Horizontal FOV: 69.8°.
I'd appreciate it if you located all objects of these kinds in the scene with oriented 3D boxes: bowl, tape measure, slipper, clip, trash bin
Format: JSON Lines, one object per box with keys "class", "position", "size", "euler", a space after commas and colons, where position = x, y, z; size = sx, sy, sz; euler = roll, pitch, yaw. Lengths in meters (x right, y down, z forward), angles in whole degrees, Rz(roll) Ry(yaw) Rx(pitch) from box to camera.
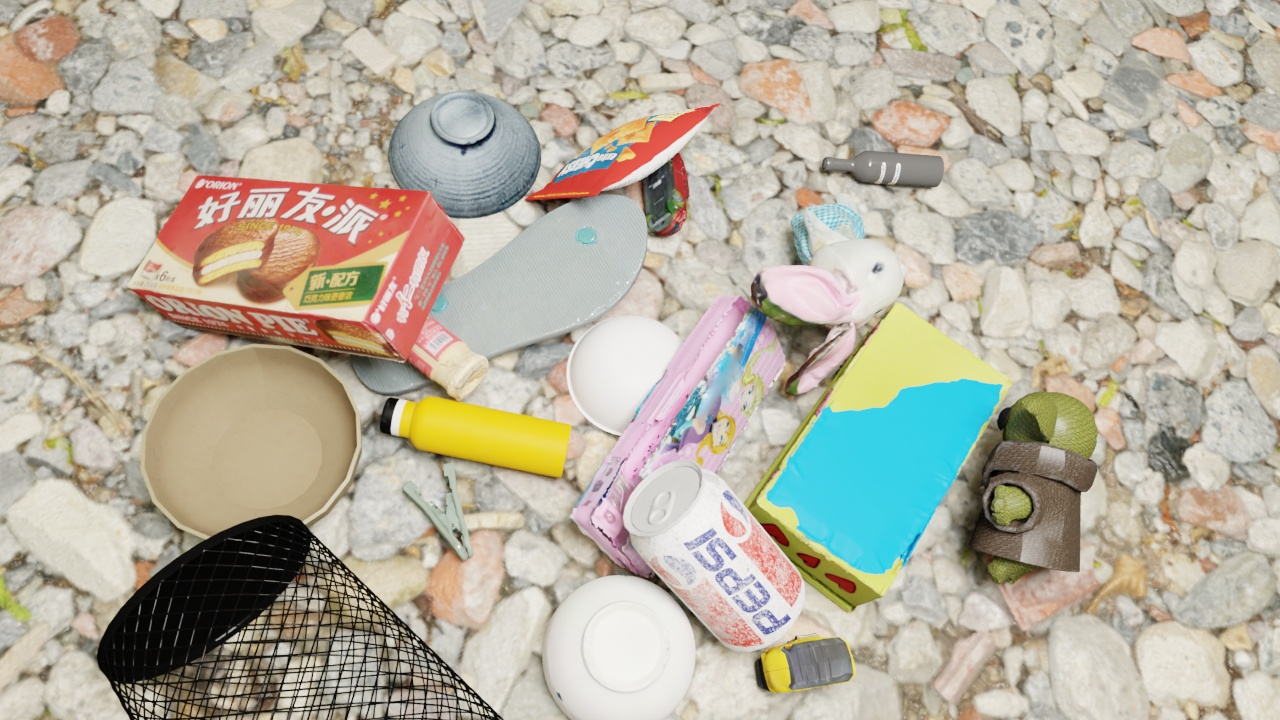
{"class": "bowl", "position": [-0.283, 0.067, 0.685], "size": [0.152, 0.051, 0.152], "euler": [3, 67, -7]}
{"class": "tape measure", "position": [0.122, 0.219, 0.669], "size": [0.065, 0.064, 0.037], "euler": [-5, 69, -11]}
{"class": "bowl", "position": [-0.005, 0.004, 0.755], "size": [0.110, 0.041, 0.109], "euler": [3, 67, -7]}
{"class": "slipper", "position": [-0.108, -0.044, 0.764], "size": [0.268, 0.055, 0.098], "euler": [-29, 76, -7]}
{"class": "bowl", "position": [-0.156, -0.199, 0.812], "size": [0.137, 0.057, 0.137], "euler": [3, 67, -6]}
{"class": "clip", "position": [-0.147, 0.119, 0.698], "size": [0.059, 0.023, 0.076], "euler": [-27, 71, -16]}
{"class": "trash bin", "position": [-0.209, 0.220, 0.569], "size": [0.183, 0.184, 0.210], "euler": [-40, 72, -21]}
{"class": "bowl", "position": [-0.013, 0.208, 0.656], "size": [0.113, 0.063, 0.113], "euler": [2, 67, -6]}

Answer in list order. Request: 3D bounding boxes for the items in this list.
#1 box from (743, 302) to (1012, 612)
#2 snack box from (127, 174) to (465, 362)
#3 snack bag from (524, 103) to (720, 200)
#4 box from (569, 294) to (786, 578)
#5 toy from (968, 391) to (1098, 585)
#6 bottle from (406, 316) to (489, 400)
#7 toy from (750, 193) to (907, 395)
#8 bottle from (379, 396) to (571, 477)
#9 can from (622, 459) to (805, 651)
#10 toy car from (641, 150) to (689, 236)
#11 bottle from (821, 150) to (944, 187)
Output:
{"class": "box", "position": [0.185, 0.075, 0.734], "size": [0.124, 0.081, 0.220], "euler": [35, 69, 7]}
{"class": "snack box", "position": [-0.260, -0.074, 0.693], "size": [0.237, 0.060, 0.113], "euler": [9, 63, 24]}
{"class": "snack bag", "position": [-0.017, -0.177, 0.797], "size": [0.143, 0.131, 0.039], "euler": [-40, 116, -21]}
{"class": "box", "position": [0.042, 0.055, 0.718], "size": [0.084, 0.053, 0.229], "euler": [49, 63, -28]}
{"class": "toy", "position": [0.306, 0.099, 0.714], "size": [0.078, 0.179, 0.152], "euler": [10, 85, 39]}
{"class": "bottle", "position": [-0.169, -0.016, 0.711], "size": [0.109, 0.044, 0.044], "euler": [37, 67, 8]}
{"class": "toy", "position": [0.173, -0.072, 0.770], "size": [0.106, 0.131, 0.204], "euler": [-3, 37, 25]}
{"class": "bottle", "position": [-0.128, 0.057, 0.715], "size": [0.143, 0.043, 0.043], "euler": [12, 66, -3]}
{"class": "can", "position": [0.053, 0.140, 0.654], "size": [0.078, 0.078, 0.136], "euler": [-51, 118, -23]}
{"class": "toy car", "position": [0.022, -0.153, 0.826], "size": [0.036, 0.042, 0.091], "euler": [20, 54, -35]}
{"class": "bottle", "position": [0.228, -0.183, 0.872], "size": [0.113, 0.030, 0.030], "euler": [3, 67, -7]}
